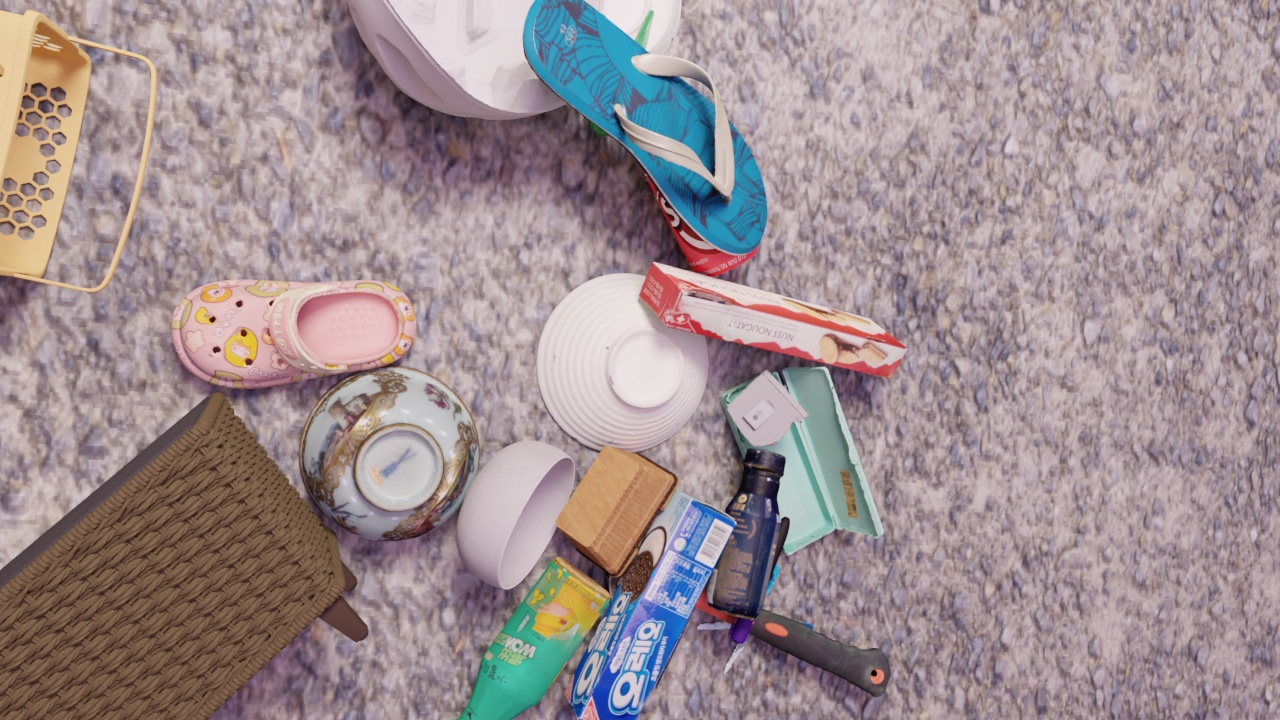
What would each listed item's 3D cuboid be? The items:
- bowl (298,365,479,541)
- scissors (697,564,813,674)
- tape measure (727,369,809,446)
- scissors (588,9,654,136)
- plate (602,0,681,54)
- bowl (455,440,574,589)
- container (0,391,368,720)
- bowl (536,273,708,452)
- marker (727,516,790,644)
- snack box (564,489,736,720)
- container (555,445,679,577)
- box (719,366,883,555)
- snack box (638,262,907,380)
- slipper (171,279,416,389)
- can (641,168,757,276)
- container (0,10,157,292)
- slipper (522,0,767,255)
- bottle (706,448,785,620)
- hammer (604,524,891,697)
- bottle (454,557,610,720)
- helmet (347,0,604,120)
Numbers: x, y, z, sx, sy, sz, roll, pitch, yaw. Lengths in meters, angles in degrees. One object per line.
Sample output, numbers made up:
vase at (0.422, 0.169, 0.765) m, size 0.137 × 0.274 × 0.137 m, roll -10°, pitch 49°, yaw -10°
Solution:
bowl at (-0.212, 0.086, 0.793) m, size 0.159 × 0.094 × 0.160 m, roll -1°, pitch 93°, yaw -18°
scissors at (0.127, 0.277, 0.960) m, size 0.129 × 0.014 × 0.127 m, roll 33°, pitch 84°, yaw -15°
tape measure at (0.122, 0.050, 0.898) m, size 0.060 × 0.020 × 0.062 m, roll 47°, pitch 114°, yaw 4°
scissors at (-0.003, -0.270, 0.874) m, size 0.121 × 0.012 × 0.128 m, roll 17°, pitch 101°, yaw -26°
plate at (-0.032, -0.347, 0.869) m, size 0.156 × 0.014 × 0.157 m, roll -1°, pitch 94°, yaw -19°
bowl at (-0.118, 0.131, 0.817) m, size 0.064 × 0.132 × 0.131 m, roll 24°, pitch 84°, yaw 14°
container at (-0.384, 0.214, 0.704) m, size 0.320 × 0.176 × 0.205 m, roll -43°, pitch 108°, yaw -12°
bowl at (-0.005, 0.005, 0.870) m, size 0.177 × 0.071 × 0.177 m, roll -1°, pitch 93°, yaw -18°
marker at (0.119, 0.217, 0.913) m, size 0.018 × 0.015 × 0.133 m, roll 22°, pitch 79°, yaw 12°
snack box at (0.009, 0.233, 0.861) m, size 0.059 × 0.059 × 0.226 m, roll 29°, pitch 85°, yaw -18°
container at (-0.025, 0.136, 0.863) m, size 0.114 × 0.063 × 0.061 m, roll -57°, pitch 141°, yaw -8°
box at (0.162, 0.104, 0.927) m, size 0.078 × 0.110 × 0.187 m, roll -29°, pitch 105°, yaw -33°
snack box at (0.134, -0.038, 0.885) m, size 0.272 × 0.076 × 0.044 m, roll 12°, pitch 112°, yaw -28°
slipper at (-0.286, -0.023, 0.770) m, size 0.197 × 0.081 × 0.093 m, roll -4°, pitch 95°, yaw -21°
can at (0.057, -0.156, 0.879) m, size 0.074 × 0.074 × 0.142 m, roll -31°, pitch 102°, yaw -15°
container at (-0.456, -0.153, 0.679) m, size 0.167 × 0.129 × 0.183 m, roll 12°, pitch 89°, yaw -12°
slipper at (0.028, -0.202, 0.771) m, size 0.294 × 0.060 × 0.118 m, roll 35°, pitch 61°, yaw -33°
bottle at (0.106, 0.166, 0.889) m, size 0.056 × 0.056 × 0.160 m, roll 17°, pitch 80°, yaw -19°
hammer at (0.116, 0.266, 0.935) m, size 0.333 × 0.033 × 0.133 m, roll 26°, pitch 85°, yaw -13°
bottle at (-0.114, 0.286, 0.852) m, size 0.068 × 0.068 × 0.209 m, roll 39°, pitch 81°, yaw -17°
helmet at (-0.131, -0.341, 0.737) m, size 0.223 × 0.184 × 0.283 m, roll -11°, pitch 117°, yaw -45°
